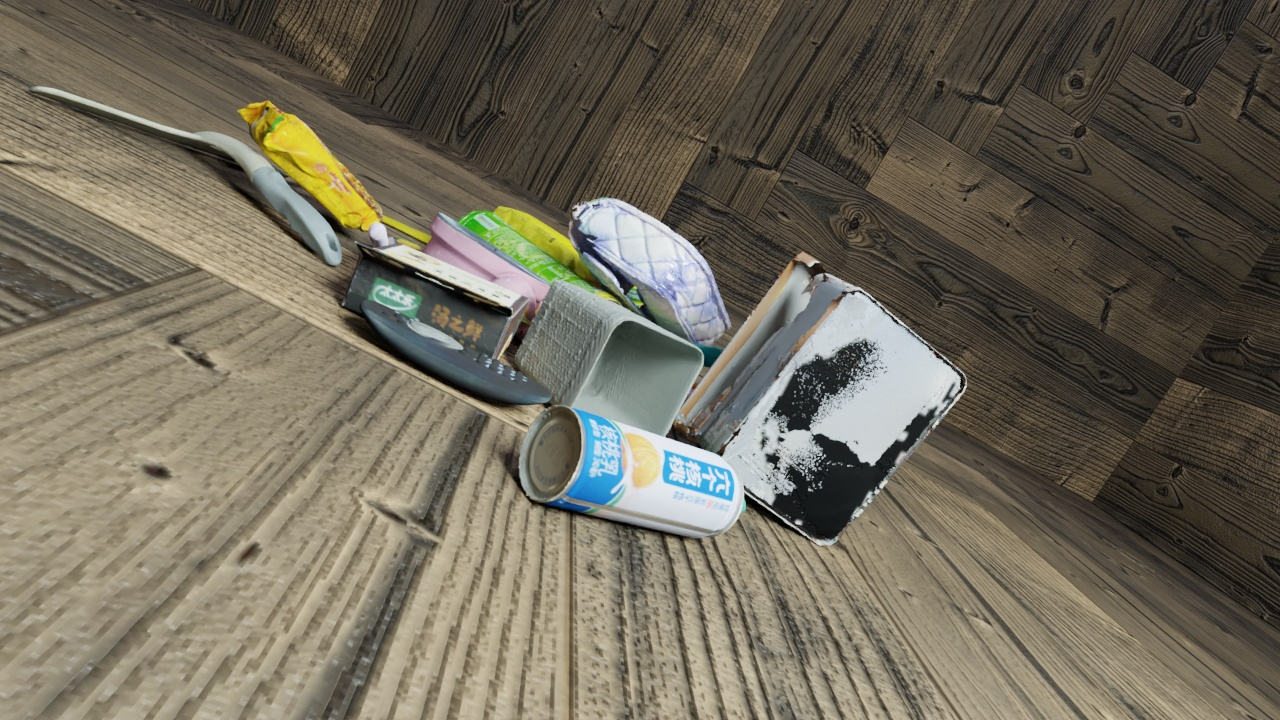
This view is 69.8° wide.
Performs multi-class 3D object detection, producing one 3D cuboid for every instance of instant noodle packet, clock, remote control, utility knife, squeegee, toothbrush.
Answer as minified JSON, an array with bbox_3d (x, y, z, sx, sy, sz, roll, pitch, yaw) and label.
[{"bbox_3d":[-0.292,-0.173,0.813,0.111,0.044,0.128,32,-12,51],"label":"instant noodle packet"},{"bbox_3d":[-0.125,-0.062,0.791,0.158,0.060,0.117,34,3,17],"label":"clock"},{"bbox_3d":[-0.123,0.000,0.600,0.136,0.024,0.053,27,7,-7],"label":"remote control"},{"bbox_3d":[0.012,-0.009,0.869,0.208,0.013,0.029,9,-45,37],"label":"utility knife"},{"bbox_3d":[-0.320,-0.150,0.761,0.246,0.039,0.246,35,10,26],"label":"squeegee"},{"bbox_3d":[-0.212,-0.099,0.752,0.029,0.021,0.189,21,-2,-15],"label":"toothbrush"},{"bbox_3d":[-0.248,-0.144,1.010,0.190,0.017,0.015,26,11,-22],"label":"toothbrush"}]

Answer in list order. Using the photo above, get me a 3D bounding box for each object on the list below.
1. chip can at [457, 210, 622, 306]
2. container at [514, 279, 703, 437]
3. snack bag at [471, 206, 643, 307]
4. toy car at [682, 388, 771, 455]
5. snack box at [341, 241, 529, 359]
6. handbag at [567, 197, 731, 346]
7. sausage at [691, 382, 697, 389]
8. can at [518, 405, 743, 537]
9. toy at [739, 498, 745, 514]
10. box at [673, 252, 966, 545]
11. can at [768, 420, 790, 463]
[{"bbox_3d":[-0.110,-0.079,0.914,0.221,0.073,0.072,37,12,37],"label":"chip can"},{"bbox_3d":[-0.030,-0.001,0.699,0.090,0.090,0.114,23,9,-38],"label":"container"},{"bbox_3d":[-0.079,-0.098,1.092,0.158,0.068,0.246,38,7,31],"label":"snack bag"},{"bbox_3d":[0.077,0.054,0.886,0.122,0.037,0.056,34,9,31],"label":"toy car"},{"bbox_3d":[-0.145,-0.045,0.664,0.113,0.053,0.125,23,11,-4],"label":"snack box"},{"bbox_3d":[0.011,-0.073,0.906,0.134,0.075,0.194,36,-8,25],"label":"handbag"},{"bbox_3d":[0.054,0.034,0.966,0.165,0.021,0.021,30,10,4],"label":"sausage"},{"bbox_3d":[-0.001,0.067,0.525,0.134,0.053,0.053,21,13,-41],"label":"can"},{"bbox_3d":[0.037,0.080,0.650,0.092,0.030,0.096,35,4,15],"label":"toy"},{"bbox_3d":[0.126,0.020,0.762,0.153,0.182,0.178,37,7,-15],"label":"box"},{"bbox_3d":[0.169,0.069,0.962,0.075,0.075,0.111,32,9,16],"label":"can"}]
